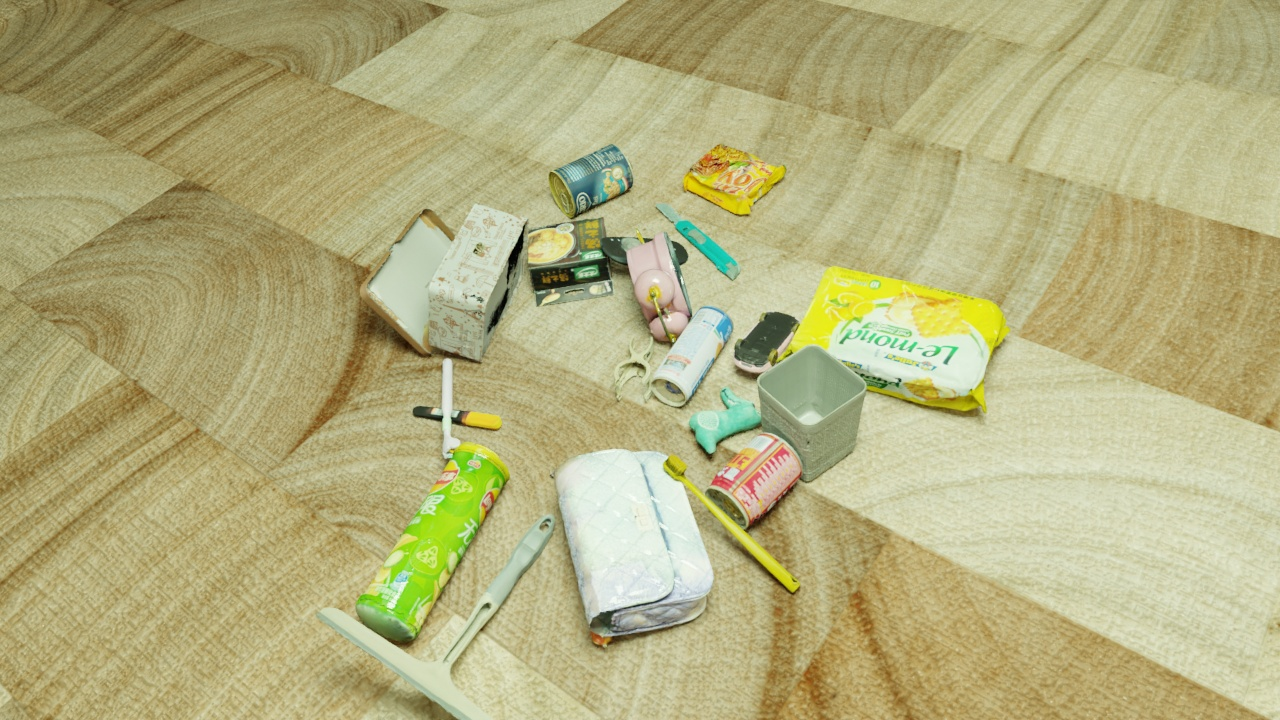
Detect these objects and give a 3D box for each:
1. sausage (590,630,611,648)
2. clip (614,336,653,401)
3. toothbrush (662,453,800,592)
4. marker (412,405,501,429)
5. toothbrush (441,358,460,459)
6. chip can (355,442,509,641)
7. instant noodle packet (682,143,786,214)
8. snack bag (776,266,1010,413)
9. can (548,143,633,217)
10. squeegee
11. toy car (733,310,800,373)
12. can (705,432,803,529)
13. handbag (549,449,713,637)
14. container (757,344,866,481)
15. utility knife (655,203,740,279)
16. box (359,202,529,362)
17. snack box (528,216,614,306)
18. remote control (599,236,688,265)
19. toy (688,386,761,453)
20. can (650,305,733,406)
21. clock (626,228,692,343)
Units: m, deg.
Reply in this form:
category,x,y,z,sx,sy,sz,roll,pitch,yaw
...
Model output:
category,x,y,z,sx,sy,sz,roll,pitch,yaw
sausage,-0.052,0.228,0.966,0.021,0.021,0.165,-13,47,-3
clip,-0.018,0.009,1.156,0.083,0.035,0.104,-11,42,-2
toothbrush,0.094,0.168,0.958,0.190,0.017,0.015,44,40,15
marker,-0.230,0.071,1.146,0.124,0.015,0.018,7,47,18
toothbrush,-0.237,0.054,1.140,0.029,0.021,0.189,-40,34,16
chip can,-0.221,0.194,0.990,0.073,0.073,0.220,13,51,20
instant noodle packet,0.140,-0.277,1.389,0.128,0.044,0.110,30,62,30
snack bag,0.307,-0.024,1.110,0.247,0.068,0.157,15,51,21
can,-0.074,-0.275,1.398,0.111,0.075,0.075,-29,50,-18
squeegee,-0.156,0.249,0.942,0.246,0.039,0.245,35,44,2
toy car,0.159,-0.021,1.155,0.056,0.037,0.122,21,41,23
can,0.123,0.132,0.996,0.066,0.067,0.093,32,59,32
handbag,-0.010,0.181,0.955,0.134,0.076,0.193,-7,46,-15
container,0.188,0.062,1.017,0.090,0.114,0.090,-30,50,-19
utility knife,0.081,-0.178,1.325,0.029,0.013,0.207,-28,49,-17
box,-0.263,-0.115,1.228,0.178,0.153,0.181,19,50,0
snack box,-0.100,-0.143,1.302,0.113,0.053,0.125,-9,42,0
remote control,0.004,-0.150,1.282,0.136,0.024,0.053,-1,48,-29
toy,0.101,0.068,1.086,0.092,0.030,0.096,-16,39,-12
can,0.065,-0.006,1.142,0.053,0.053,0.134,18,53,24
clock,0.026,-0.092,1.187,0.060,0.117,0.158,-17,44,7
